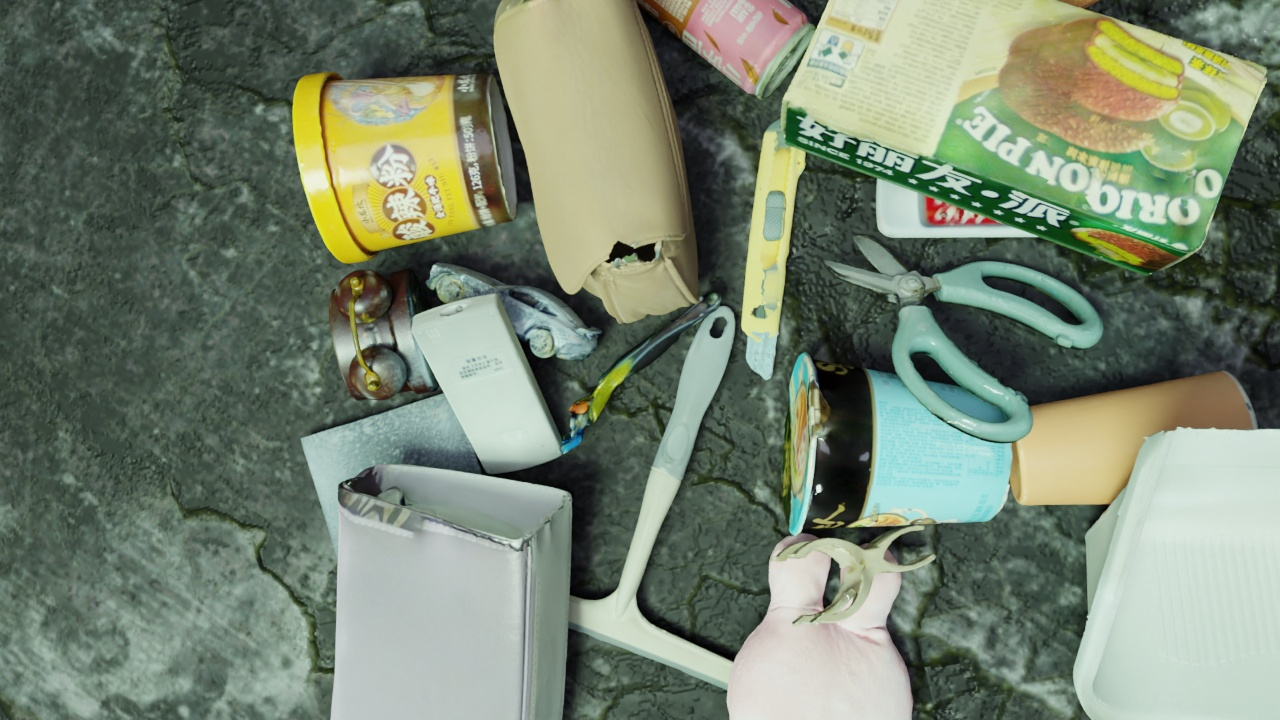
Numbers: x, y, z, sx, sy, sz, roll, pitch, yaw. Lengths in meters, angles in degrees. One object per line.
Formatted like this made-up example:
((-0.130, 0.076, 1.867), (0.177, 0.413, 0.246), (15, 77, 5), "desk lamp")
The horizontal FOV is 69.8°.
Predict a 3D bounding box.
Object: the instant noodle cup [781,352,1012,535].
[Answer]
((0.153, 0.054, 0.555), (0.120, 0.111, 0.111), (4, 93, 2), "instant noodle cup")

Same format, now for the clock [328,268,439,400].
((-0.165, -0.016, 0.586), (0.055, 0.122, 0.082), (-11, 91, -5), "clock")

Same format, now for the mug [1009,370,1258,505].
((0.286, 0.051, 0.549), (0.123, 0.078, 0.078), (-7, 92, 13), "mug")

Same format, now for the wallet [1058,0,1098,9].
((0.254, -0.279, 0.559), (0.108, 0.031, 0.132), (-28, 90, 10), "wallet")

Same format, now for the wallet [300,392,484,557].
((-0.169, 0.083, 0.642), (0.121, 0.019, 0.097), (-17, 92, 7), "wallet")

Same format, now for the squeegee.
((0.016, 0.081, 0.604), (0.246, 0.039, 0.246), (20, 95, 7), "squeegee")

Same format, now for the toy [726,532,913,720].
((0.119, 0.192, 0.583), (0.121, 0.054, 0.159), (11, 82, -8), "toy")

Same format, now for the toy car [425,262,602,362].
((-0.083, -0.035, 0.605), (0.120, 0.054, 0.037), (26, 98, 7), "toy car")

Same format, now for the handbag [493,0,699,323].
((-0.025, -0.124, 0.545), (0.100, 0.147, 0.204), (-15, 86, 6), "handbag")

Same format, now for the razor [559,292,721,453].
((-0.004, 0.003, 0.595), (0.143, 0.042, 0.022), (-43, 97, 5), "razor")

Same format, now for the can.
((0.036, -0.231, 0.577), (0.147, 0.058, 0.058), (40, 97, 4), "can")

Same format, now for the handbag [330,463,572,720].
((-0.122, 0.173, 0.585), (0.145, 0.098, 0.197), (9, 106, 14), "handbag")

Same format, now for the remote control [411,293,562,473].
((-0.095, 0.019, 0.587), (0.056, 0.019, 0.135), (-15, 129, 5), "remote control")

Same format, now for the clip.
((0.124, 0.115, 0.561), (0.103, 0.035, 0.089), (-37, 85, -21), "clip")

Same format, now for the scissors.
((0.203, -0.031, 0.559), (0.176, 0.019, 0.174), (-19, 54, -17), "scissors")

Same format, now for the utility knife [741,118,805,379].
((0.087, -0.075, 0.602), (0.031, 0.019, 0.175), (7, 98, 13), "utility knife")

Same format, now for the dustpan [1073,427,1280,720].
((0.351, 0.142, 0.484), (0.223, 0.258, 0.142), (0, 69, 8), "dustpan")

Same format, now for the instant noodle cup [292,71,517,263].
((-0.142, -0.127, 0.582), (0.114, 0.118, 0.118), (-7, 91, 0), "instant noodle cup")

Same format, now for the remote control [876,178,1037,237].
((0.218, -0.105, 0.576), (0.136, 0.020, 0.056), (1, 94, 8), "remote control")

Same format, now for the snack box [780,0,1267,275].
((0.214, -0.148, 0.537), (0.240, 0.063, 0.114), (22, 85, 10), "snack box")
